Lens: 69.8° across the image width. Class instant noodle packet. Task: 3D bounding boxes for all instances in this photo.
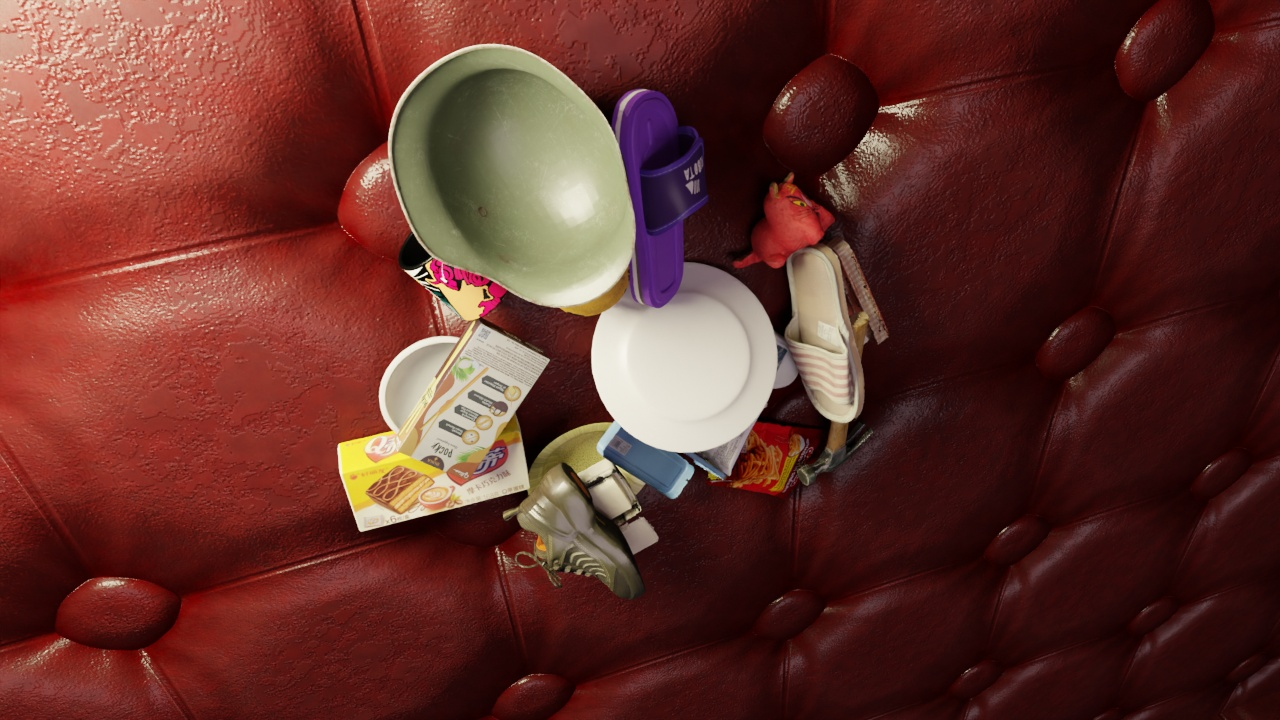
[{"bbox_3d":[0.119,0.091,1.317,0.026,0.087,0.134,-25,144,-54],"label":"instant noodle packet"}]

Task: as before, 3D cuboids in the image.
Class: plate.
[{"bbox_3d":[0.060,-0.005,1.159,0.242,0.016,0.242,0,88,-11],"label":"plate"},{"bbox_3d":[-0.075,0.149,1.308,0.184,0.036,0.185,-11,130,-14],"label":"plate"}]

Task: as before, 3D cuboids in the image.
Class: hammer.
[{"bbox_3d":[0.299,0.054,1.341,0.132,0.033,0.331,-27,142,-19],"label":"hammer"}]

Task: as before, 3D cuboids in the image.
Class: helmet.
[{"bbox_3d":[-0.106,-0.189,0.939,0.227,0.153,0.268,-27,105,21],"label":"helmet"}]

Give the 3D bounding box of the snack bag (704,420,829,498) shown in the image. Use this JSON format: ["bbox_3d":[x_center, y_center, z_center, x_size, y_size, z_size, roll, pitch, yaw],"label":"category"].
[{"bbox_3d":[0.198,0.150,1.424,0.207,0.066,0.139,11,116,-40],"label":"snack bag"}]

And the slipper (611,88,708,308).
[{"bbox_3d":[0.038,-0.174,1.039,0.107,0.084,0.267,-45,142,-40],"label":"slipper"}]

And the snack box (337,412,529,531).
[{"bbox_3d":[-0.268,0.139,1.204,0.230,0.061,0.110,-13,128,-13],"label":"snack box"}]

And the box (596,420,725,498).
[{"bbox_3d":[0.032,0.144,1.275,0.209,0.086,0.073,37,78,-49],"label":"box"}]

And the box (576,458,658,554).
[{"bbox_3d":[-0.066,0.233,1.322,0.144,0.058,0.188,-28,128,2],"label":"box"}]

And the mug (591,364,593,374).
[{"bbox_3d":[-0.007,0.007,1.205,0.094,0.068,0.116,23,114,-34],"label":"mug"}]

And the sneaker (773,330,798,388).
[{"bbox_3d":[0.133,-0.004,1.247,0.235,0.079,0.088,16,118,-31],"label":"sneaker"}]

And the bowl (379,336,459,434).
[{"bbox_3d":[-0.249,0.032,1.136,0.149,0.043,0.150,-9,117,-19],"label":"bowl"}]

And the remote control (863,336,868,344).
[{"bbox_3d":[0.283,-0.040,1.321,0.125,0.018,0.038,20,112,-35],"label":"remote control"}]

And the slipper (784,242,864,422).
[{"bbox_3d":[0.240,-0.029,1.224,0.052,0.115,0.263,-29,118,-30],"label":"slipper"}]

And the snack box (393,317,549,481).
[{"bbox_3d":[-0.205,0.048,1.115,0.101,0.031,0.186,29,100,-31],"label":"snack box"}]

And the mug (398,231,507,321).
[{"bbox_3d":[-0.196,-0.120,1.030,0.098,0.082,0.118,44,74,-40],"label":"mug"}]

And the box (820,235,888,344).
[{"bbox_3d":[0.281,-0.089,1.249,0.071,0.056,0.187,-22,127,18],"label":"box"}]

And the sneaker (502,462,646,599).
[{"bbox_3d":[-0.096,0.264,1.239,0.143,0.101,0.238,-34,115,0],"label":"sneaker"}]

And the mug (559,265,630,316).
[{"bbox_3d":[-0.067,-0.106,1.076,0.100,0.094,0.124,-24,131,-4],"label":"mug"}]

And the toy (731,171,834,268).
[{"bbox_3d":[0.165,-0.170,1.156,0.133,0.087,0.094,-34,100,30],"label":"toy"}]
